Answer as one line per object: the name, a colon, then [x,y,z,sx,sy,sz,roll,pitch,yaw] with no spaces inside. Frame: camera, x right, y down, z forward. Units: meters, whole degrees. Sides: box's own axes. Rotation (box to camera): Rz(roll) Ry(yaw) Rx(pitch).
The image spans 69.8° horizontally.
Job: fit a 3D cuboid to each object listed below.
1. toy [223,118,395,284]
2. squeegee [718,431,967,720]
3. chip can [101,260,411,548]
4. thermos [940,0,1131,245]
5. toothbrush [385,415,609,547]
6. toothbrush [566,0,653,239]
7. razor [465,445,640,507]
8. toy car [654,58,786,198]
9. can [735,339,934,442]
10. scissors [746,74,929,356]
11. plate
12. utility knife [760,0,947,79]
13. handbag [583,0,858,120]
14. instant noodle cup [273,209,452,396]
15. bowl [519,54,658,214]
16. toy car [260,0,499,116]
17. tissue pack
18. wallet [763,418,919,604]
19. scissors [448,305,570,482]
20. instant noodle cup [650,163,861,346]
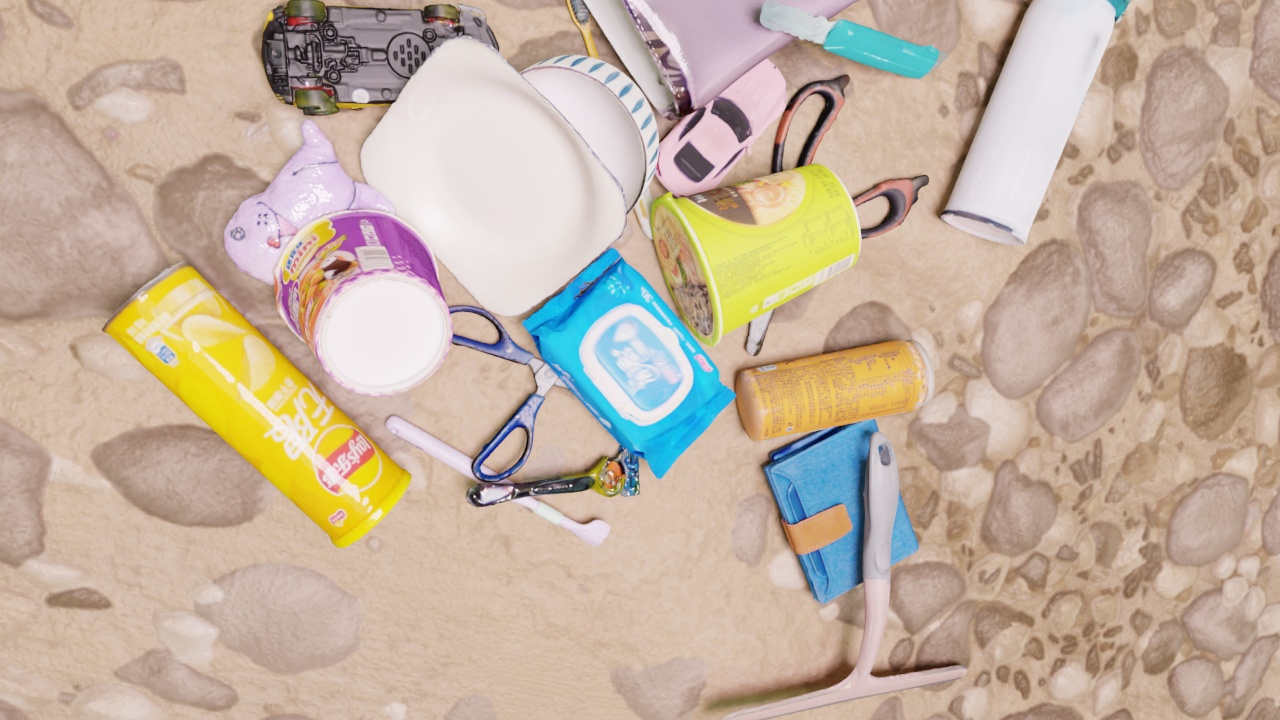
toy: [-0.232,-0.097,0.626,0.108,0.039,0.084,-46,112,-2]
squeegee: [0.183,0.179,0.732,0.247,0.040,0.250,-3,107,-20]
chip can: [-0.256,0.032,0.629,0.072,0.072,0.213,-42,105,-2]
thermos: [0.309,-0.204,0.706,0.073,0.073,0.224,20,95,-15]
toothbrush: [-0.108,0.091,0.697,0.189,0.021,0.029,31,125,-14]
toothbrush: [-0.018,-0.178,0.666,0.016,0.018,0.191,-20,103,-6]
razor: [-0.061,0.092,0.688,0.142,0.022,0.043,-5,99,-27]
toy car: [0.060,-0.172,0.676,0.056,0.037,0.122,41,89,-17]
can: [0.151,0.023,0.718,0.146,0.058,0.058,-11,102,-10]
scissors: [0.125,-0.112,0.710,0.227,0.015,0.189,-19,103,-7]
plate: [-0.097,-0.121,0.618,0.164,0.034,0.164,47,131,-12]
utility knife: [0.153,-0.224,0.642,0.222,0.013,0.029,-5,140,-45]
handbag: [0.064,-0.275,0.624,0.197,0.098,0.145,-35,104,-7]
instant noodle cup: [-0.176,-0.033,0.604,0.111,0.099,0.112,-13,121,-22]
bowl: [-0.038,-0.156,0.632,0.116,0.066,0.117,14,130,17]
toy car: [-0.173,-0.202,0.617,0.155,0.041,0.071,-5,101,-14]
tissue pack: [-0.004,0.004,0.673,0.095,0.052,0.157,-43,103,-10]
wallet: [0.165,0.120,0.752,0.106,0.040,0.133,-25,104,-11]
scissors: [-0.081,0.010,0.686,0.162,0.012,0.173,40,83,-11]
instant noodle cup: [0.085,-0.084,0.654,0.123,0.112,0.112,-22,104,-11]
